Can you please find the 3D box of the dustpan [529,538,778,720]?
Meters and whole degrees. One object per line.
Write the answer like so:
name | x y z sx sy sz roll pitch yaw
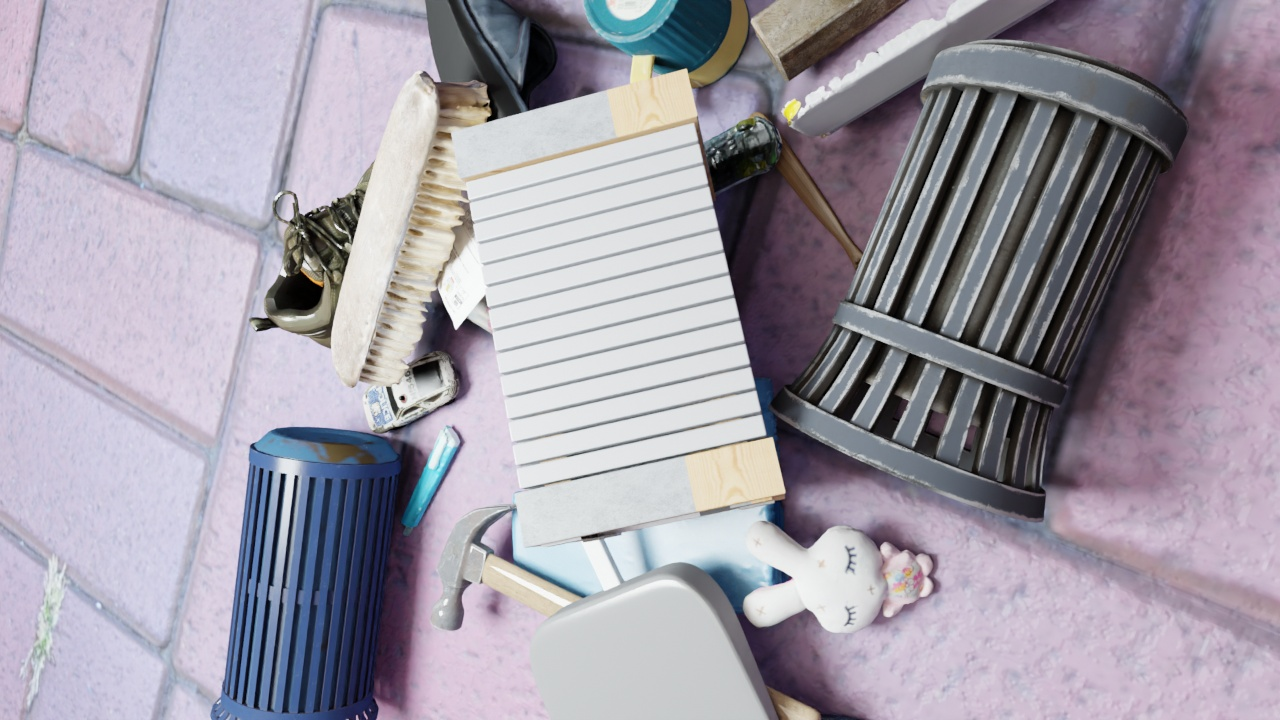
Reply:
dustpan | -0.009 0.194 0.646 0.163 0.033 0.257 -28 85 26

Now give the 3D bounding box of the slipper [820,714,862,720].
slipper | 0.172 0.296 0.578 0.264 0.082 0.101 2 88 29

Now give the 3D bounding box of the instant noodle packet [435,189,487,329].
instant noodle packet | -0.138 -0.093 0.733 0.087 0.026 0.134 -49 41 12

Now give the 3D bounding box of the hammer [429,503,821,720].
hammer | -0.025 0.201 0.679 0.332 0.030 0.119 18 99 31

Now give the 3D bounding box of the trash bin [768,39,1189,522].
trash bin | 0.193 -0.048 0.525 0.164 0.164 0.227 25 98 27

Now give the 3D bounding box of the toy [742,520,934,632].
toy | 0.132 0.146 0.612 0.125 0.037 0.076 1 95 11

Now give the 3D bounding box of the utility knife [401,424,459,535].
utility knife | -0.193 0.111 0.824 0.022 0.015 0.117 39 110 27

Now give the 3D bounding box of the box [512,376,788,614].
box | -0.001 0.103 0.708 0.232 0.033 0.174 -6 84 29

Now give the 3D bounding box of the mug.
mug | 0.018 -0.233 0.653 0.083 0.107 0.113 10 95 27

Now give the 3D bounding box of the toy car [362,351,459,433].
toy car | -0.210 0.030 0.818 0.113 0.040 0.048 -26 76 28

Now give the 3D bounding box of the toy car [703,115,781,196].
toy car | 0.067 -0.146 0.667 0.090 0.027 0.038 -18 83 42

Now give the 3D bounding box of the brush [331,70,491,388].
brush | -0.186 -0.094 0.715 0.083 0.056 0.272 53 128 41

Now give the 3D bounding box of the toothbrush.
toothbrush | 0.123 -0.111 0.644 0.016 0.016 0.166 -40 71 25

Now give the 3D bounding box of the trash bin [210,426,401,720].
trash bin | -0.289 0.189 0.808 0.139 0.139 0.249 9 92 29

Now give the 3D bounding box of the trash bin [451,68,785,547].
trash bin | -0.007 -0.020 0.577 0.142 0.142 0.246 -13 79 7

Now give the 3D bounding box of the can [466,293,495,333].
can | -0.085 -0.031 0.740 0.136 0.054 0.054 31 104 26

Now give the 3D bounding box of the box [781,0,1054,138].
box | 0.189 -0.196 0.545 0.210 0.129 0.034 -27 89 27

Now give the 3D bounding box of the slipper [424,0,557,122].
slipper | -0.108 -0.233 0.747 0.265 0.083 0.109 62 157 29

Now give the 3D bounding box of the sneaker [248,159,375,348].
sneaker | -0.262 -0.112 0.790 0.101 0.142 0.238 45 110 23

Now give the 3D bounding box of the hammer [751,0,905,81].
hammer | 0.110 -0.268 0.490 0.158 0.300 0.037 -32 74 13
